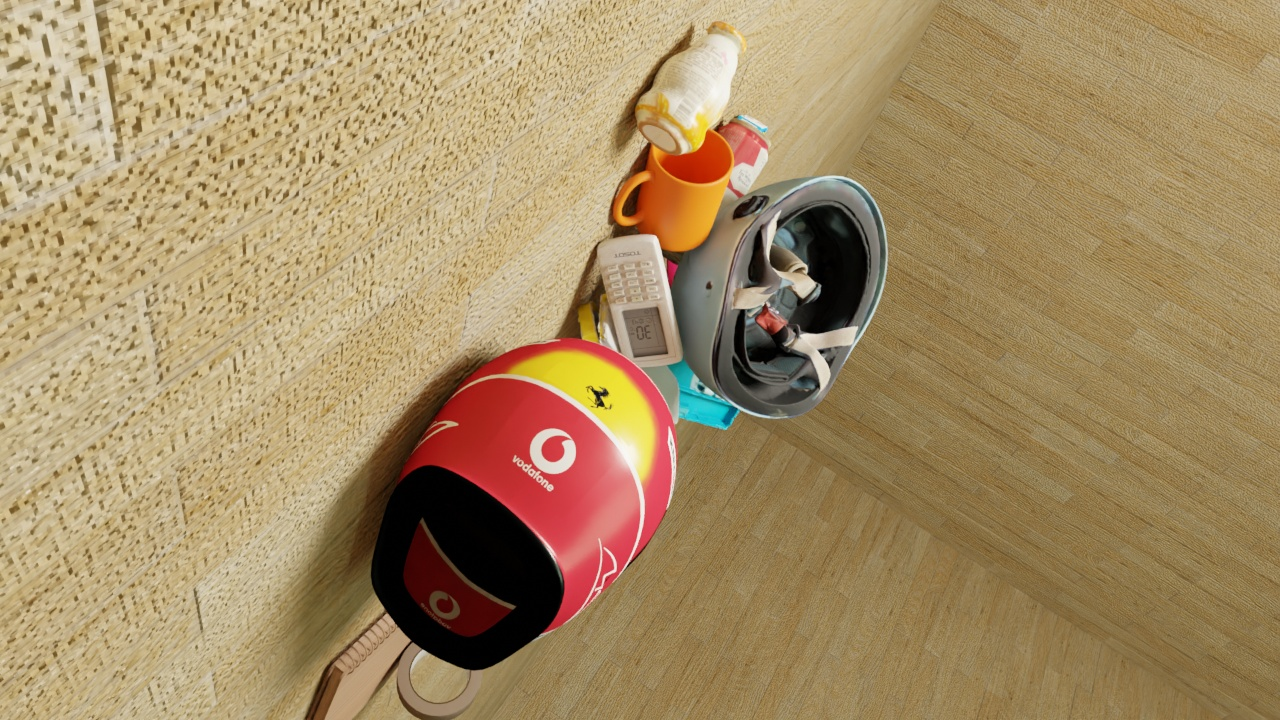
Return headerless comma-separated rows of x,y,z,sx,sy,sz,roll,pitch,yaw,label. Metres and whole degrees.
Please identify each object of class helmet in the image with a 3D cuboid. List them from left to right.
-0.081,0.100,0.754,0.223,0.197,0.272,-47,175,-47,helmet
0.137,-0.081,0.975,0.265,0.167,0.225,-49,129,-10,helmet

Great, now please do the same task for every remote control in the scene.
0.001,-0.056,0.893,0.025,0.060,0.138,-66,147,-58,remote control

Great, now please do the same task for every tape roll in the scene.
-0.227,0.357,1.037,0.093,0.094,0.030,-51,170,-36,tape roll

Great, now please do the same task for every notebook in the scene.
-0.277,0.314,0.990,0.169,0.022,0.209,-62,170,29,notebook

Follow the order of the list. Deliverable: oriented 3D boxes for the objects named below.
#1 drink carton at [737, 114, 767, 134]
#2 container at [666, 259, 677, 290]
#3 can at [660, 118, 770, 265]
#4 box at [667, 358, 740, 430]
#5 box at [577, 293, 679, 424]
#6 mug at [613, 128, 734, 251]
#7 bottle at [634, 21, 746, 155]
0.107,-0.233,1.113,0.129,0.038,0.044,-61,170,24,drink carton
0.113,-0.092,1.262,0.183,0.183,0.226,-55,178,-12,container
0.079,-0.187,1.035,0.170,0.067,0.067,-58,171,-1,can
0.054,-0.017,1.092,0.182,0.226,0.039,-61,-149,21,box
-0.004,0.005,0.994,0.045,0.065,0.210,-20,144,13,box
0.025,-0.157,0.863,0.112,0.077,0.096,-22,156,-22,mug
0.044,-0.223,0.746,0.108,0.063,0.063,-57,171,-10,bottle
